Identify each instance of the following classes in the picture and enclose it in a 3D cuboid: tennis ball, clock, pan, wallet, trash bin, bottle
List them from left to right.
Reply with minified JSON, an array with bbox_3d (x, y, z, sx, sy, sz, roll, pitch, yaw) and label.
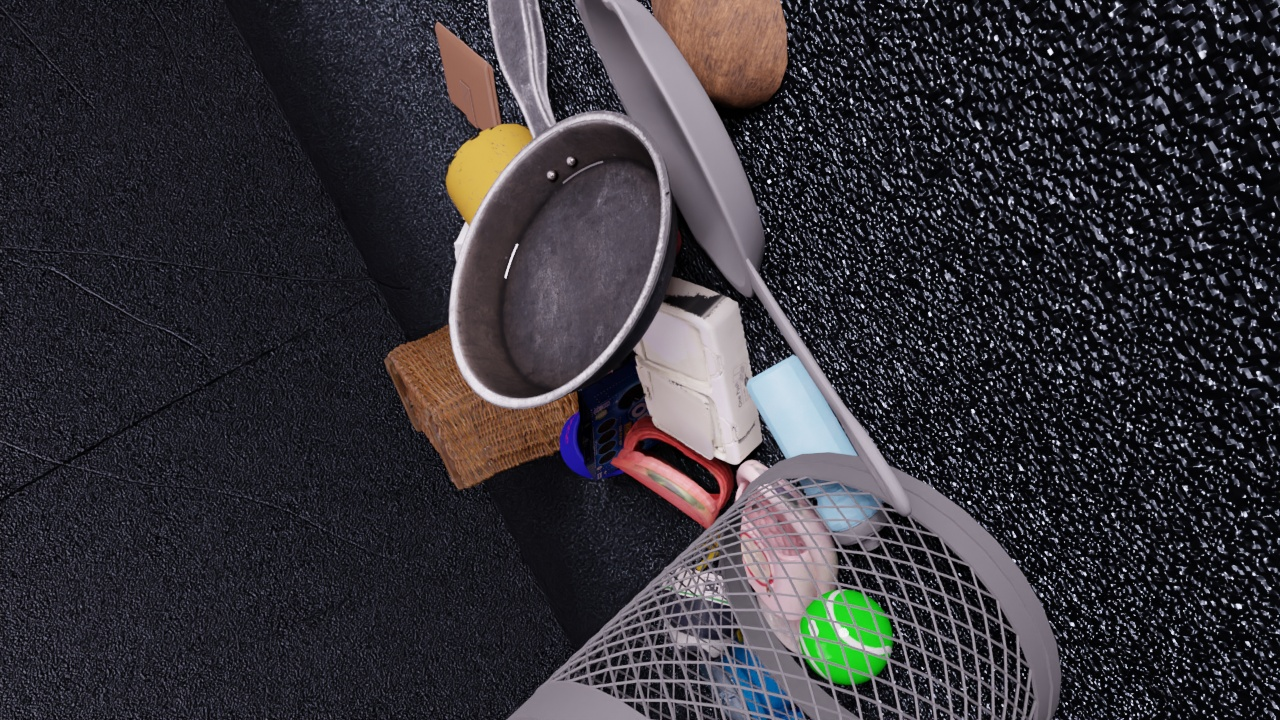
[{"bbox_3d":[-0.169,-0.275,0.910,0.121,0.013,0.087,47,152,40],"label":"wallet"},{"bbox_3d":[-0.062,-0.135,0.591,0.055,0.188,0.356,23,-130,-44],"label":"pan"},{"bbox_3d":[0.049,-0.076,0.486,0.354,0.024,0.216,62,-179,25],"label":"pan"},{"bbox_3d":[0.119,0.353,0.974,0.161,0.060,0.117,60,162,1],"label":"clock"},{"bbox_3d":[0.070,0.199,0.496,0.218,0.226,0.218,27,132,34],"label":"trash bin"},{"bbox_3d":[0.114,0.061,0.578,0.130,0.040,0.040,61,163,4],"label":"bottle"},{"bbox_3d":[0.145,0.196,0.651,0.065,0.065,0.065,53,160,27],"label":"tennis ball"}]

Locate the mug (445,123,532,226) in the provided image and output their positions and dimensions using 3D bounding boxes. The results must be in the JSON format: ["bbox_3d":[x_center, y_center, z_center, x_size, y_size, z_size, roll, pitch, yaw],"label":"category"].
[{"bbox_3d":[-0.102,-0.139,0.809,0.123,0.101,0.094,11,-140,-57],"label":"mug"}]

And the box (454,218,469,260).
[{"bbox_3d":[-0.132,-0.136,0.943,0.121,0.136,0.109,15,150,5],"label":"box"}]

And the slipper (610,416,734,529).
[{"bbox_3d":[0.033,0.090,0.793,0.103,0.059,0.249,34,176,2],"label":"slipper"}]

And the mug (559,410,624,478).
[{"bbox_3d":[-0.027,0.093,0.979,0.111,0.079,0.084,34,164,-6],"label":"mug"}]

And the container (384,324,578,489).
[{"bbox_3d":[-0.209,0.043,1.213,0.250,0.183,0.162,38,149,52],"label":"container"}]

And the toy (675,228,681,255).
[{"bbox_3d":[-0.036,-0.088,0.619,0.088,0.132,0.094,46,166,11],"label":"toy"}]

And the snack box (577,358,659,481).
[{"bbox_3d":[-0.016,0.055,0.866,0.027,0.082,0.150,52,161,25],"label":"snack box"}]

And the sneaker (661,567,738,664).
[{"bbox_3d":[0.055,0.243,0.868,0.235,0.084,0.079,78,-155,-75],"label":"sneaker"}]

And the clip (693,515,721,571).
[{"bbox_3d":[0.070,0.173,0.873,0.044,0.054,0.049,41,-173,1],"label":"clip"}]

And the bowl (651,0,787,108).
[{"bbox_3d":[0.031,-0.176,0.478,0.114,0.026,0.102,20,135,65],"label":"bowl"}]

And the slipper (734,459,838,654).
[{"bbox_3d":[0.107,0.160,0.725,0.107,0.055,0.222,48,160,41],"label":"slipper"}]

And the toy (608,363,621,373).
[{"bbox_3d":[-0.039,-0.019,0.903,0.049,0.030,0.112,-75,-35,-73],"label":"toy"}]

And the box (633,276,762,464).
[{"bbox_3d":[-0.006,0.005,0.703,0.187,0.070,0.144,22,140,40],"label":"box"}]
